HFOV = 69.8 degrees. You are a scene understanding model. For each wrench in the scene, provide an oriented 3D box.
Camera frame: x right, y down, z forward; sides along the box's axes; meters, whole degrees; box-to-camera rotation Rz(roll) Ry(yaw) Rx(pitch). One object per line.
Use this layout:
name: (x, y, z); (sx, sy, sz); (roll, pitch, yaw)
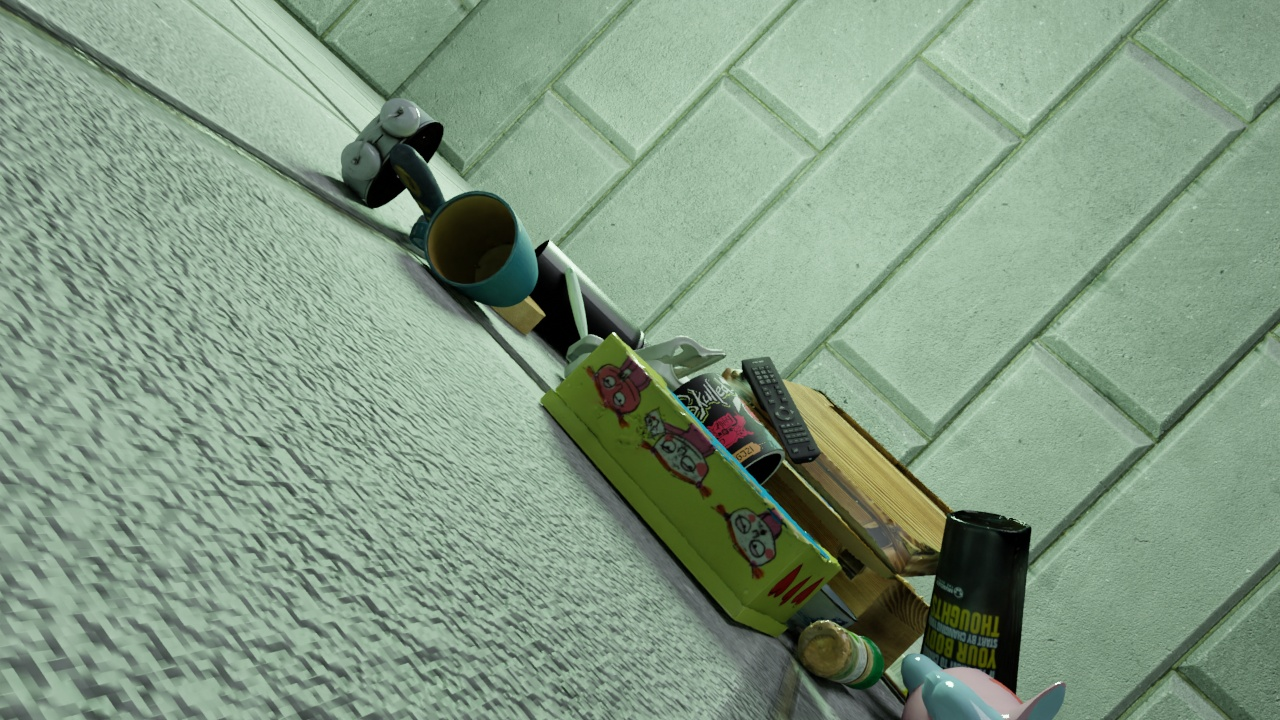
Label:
wrench: (-0.190, -0.141, 0.841); (0.073, 0.022, 0.273); (32, -9, 2)

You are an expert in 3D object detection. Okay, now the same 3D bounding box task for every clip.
clip: (-0.002, 0.025, 0.920); (0.151, 0.127, 0.101); (-2, 73, -33)

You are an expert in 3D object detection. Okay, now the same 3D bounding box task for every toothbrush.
toothbrush: (-0.064, -0.036, 0.997); (0.015, 0.022, 0.154); (111, -30, -61)

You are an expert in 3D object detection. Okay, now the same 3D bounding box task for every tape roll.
tape roll: (-0.141, -0.069, 0.947); (0.094, 0.027, 0.094); (44, 2, -2)

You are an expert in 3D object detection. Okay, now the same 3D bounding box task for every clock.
clock: (-0.214, -0.178, 0.778); (0.035, 0.094, 0.122); (41, -3, -2)

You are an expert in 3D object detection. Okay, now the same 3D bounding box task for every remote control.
remote control: (0.133, 0.047, 0.885); (0.136, 0.032, 0.015); (-111, -161, -44)

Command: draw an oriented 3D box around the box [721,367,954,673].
box: (0.187, 0.148, 0.955); (0.279, 0.192, 0.251); (48, 6, 35)

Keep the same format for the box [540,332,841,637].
box: (0.037, 0.091, 0.667); (0.221, 0.079, 0.124); (48, 3, 28)

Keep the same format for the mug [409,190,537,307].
mug: (-0.147, -0.094, 0.809); (0.112, 0.084, 0.104); (16, -9, 12)

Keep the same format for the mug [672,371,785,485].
mug: (0.057, 0.080, 0.844); (0.098, 0.117, 0.082); (52, -31, 26)

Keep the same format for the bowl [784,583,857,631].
bowl: (0.121, 0.186, 0.753); (0.114, 0.045, 0.114); (45, 1, -2)

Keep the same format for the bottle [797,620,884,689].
bottle: (0.152, 0.224, 0.697); (0.043, 0.043, 0.111); (46, 3, 35)

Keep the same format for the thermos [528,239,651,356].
thermos: (-0.066, -0.042, 1.083); (0.198, 0.086, 0.086); (44, 2, -17)

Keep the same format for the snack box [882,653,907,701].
snack box: (0.270, 0.327, 1.029); (0.040, 0.029, 0.148); (58, -5, -32)

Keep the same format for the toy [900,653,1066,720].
toy: (0.240, 0.272, 0.664); (0.171, 0.120, 0.222); (54, -1, -22)

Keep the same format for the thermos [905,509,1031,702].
thermos: (0.292, 0.247, 0.812); (0.098, 0.221, 0.098); (6, 5, -1)

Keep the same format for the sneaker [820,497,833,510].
sneaker: (0.233, 0.229, 1.171); (0.241, 0.098, 0.083); (45, -16, 22)

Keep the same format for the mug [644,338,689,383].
mug: (0.010, 0.030, 1.202); (0.105, 0.082, 0.082); (43, 3, -15)
